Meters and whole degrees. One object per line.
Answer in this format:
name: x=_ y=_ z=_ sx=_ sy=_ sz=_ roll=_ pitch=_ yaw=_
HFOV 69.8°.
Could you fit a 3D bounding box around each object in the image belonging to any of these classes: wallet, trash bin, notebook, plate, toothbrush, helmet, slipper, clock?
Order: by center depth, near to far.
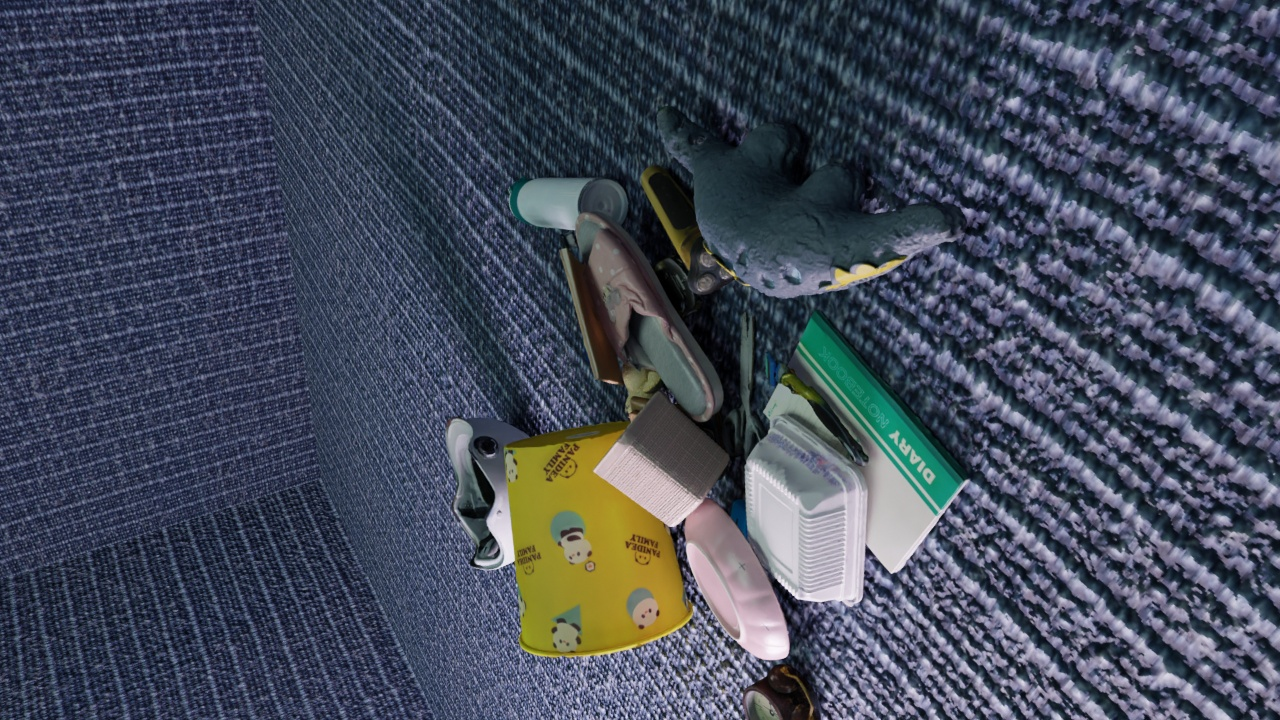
notebook: x=0.200 y=0.075 z=0.851 sx=0.209 sy=0.012 sz=0.151 roll=54 pitch=145 yaw=31
slipper: x=-0.004 y=-0.046 z=1.008 sx=0.274 sy=0.054 sz=0.114 roll=57 pitch=153 yaw=13
plate: x=0.096 y=0.245 z=1.010 sx=0.192 sy=0.039 sz=0.193 roll=58 pitch=164 yaw=27
clock: x=0.163 y=0.388 z=1.035 sx=0.082 sy=0.055 sz=0.122 roll=60 pitch=147 yaw=23
wallet: x=0.042 y=0.088 z=1.064 sx=0.115 sy=0.033 sz=0.090 roll=11 pitch=124 yaw=33
notebook: x=-0.055 y=-0.045 z=1.101 sx=0.211 sy=0.012 sz=0.149 roll=29 pitch=-134 yaw=-83
trash bin: x=-0.065 y=0.219 z=1.190 sx=0.230 sy=0.229 sz=0.255 roll=-7 pitch=93 yaw=61
toothbrush: x=-0.066 y=-0.090 z=1.222 sx=0.181 sy=0.018 sz=0.016 roll=66 pitch=165 yaw=8
helmet: x=-0.224 y=0.206 z=1.523 sx=0.258 sy=0.145 sz=0.230 roll=64 pitch=150 yaw=32

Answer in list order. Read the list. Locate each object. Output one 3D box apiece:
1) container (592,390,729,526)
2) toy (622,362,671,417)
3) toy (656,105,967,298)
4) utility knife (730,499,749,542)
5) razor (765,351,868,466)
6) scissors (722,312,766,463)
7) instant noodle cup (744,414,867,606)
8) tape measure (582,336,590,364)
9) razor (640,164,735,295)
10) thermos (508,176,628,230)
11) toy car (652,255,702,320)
container: x=0.025 y=0.112 z=1.005 sx=0.111 sy=0.089 sz=0.090 roll=39 pitch=139 yaw=2
toy: x=-0.007 y=0.006 z=1.109 sx=0.157 sy=0.066 sz=0.105 roll=68 pitch=163 yaw=-11
toy: x=0.118 y=-0.131 z=0.803 sx=0.356 sy=0.091 sz=0.138 roll=39 pitch=124 yaw=43
utility knife: x=0.111 y=0.242 z=1.088 sx=0.034 sy=0.018 sz=0.203 roll=44 pitch=141 yaw=41
razor: x=0.166 y=0.045 z=0.857 sx=0.142 sy=0.022 sz=0.043 roll=50 pitch=166 yaw=34
scissors: x=0.107 y=0.033 z=0.986 sx=0.143 sy=0.014 sz=0.173 roll=-32 pitch=77 yaw=59
instant noodle cup: x=0.154 y=0.155 z=0.902 sx=0.138 sy=0.060 sz=0.174 roll=39 pitch=141 yaw=50
tape measure: x=-0.058 y=-0.016 z=1.232 sx=0.054 sy=0.025 sz=0.058 roll=-134 pitch=31 yaw=-55
razor: x=0.046 y=-0.144 z=0.961 sx=0.167 sy=0.062 sz=0.067 roll=61 pitch=-179 yaw=31
thermos: x=-0.100 y=-0.198 z=1.172 sx=0.224 sy=0.073 sz=0.073 roll=18 pitch=120 yaw=57
toy car: x=0.029 y=-0.070 z=1.033 sx=0.070 sy=0.042 sz=0.158 roll=62 pitch=156 yaw=3
